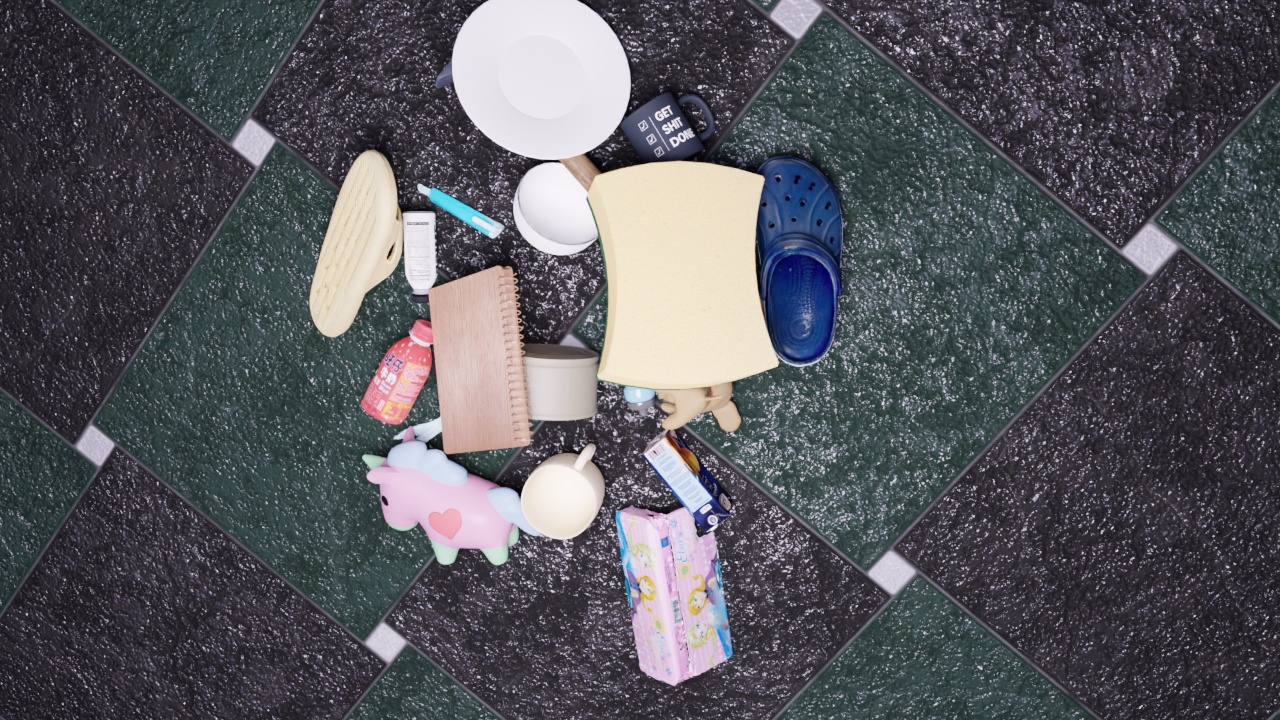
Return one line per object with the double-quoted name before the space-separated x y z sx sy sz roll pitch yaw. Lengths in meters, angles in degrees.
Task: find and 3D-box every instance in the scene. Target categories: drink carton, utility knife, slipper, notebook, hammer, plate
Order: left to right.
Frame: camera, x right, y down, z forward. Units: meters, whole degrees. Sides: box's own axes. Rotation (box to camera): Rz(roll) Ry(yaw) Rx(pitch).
"slipper" -0.342 -0.136 1.153 0.111 0.079 0.262 54 126 32
"utility knife" -0.231 -0.194 1.168 0.124 0.015 0.022 32 90 3
"notebook" -0.194 0.003 1.108 0.169 0.022 0.210 -10 85 46
"plate" -0.115 -0.333 1.073 0.208 0.015 0.208 2 81 -14
"hammer" -0.099 -0.259 1.092 0.129 0.040 0.322 -44 93 -21
"drink carton" 0.061 0.150 1.166 0.040 0.064 0.130 -40 93 15
"slipper" 0.190 -0.117 1.081 0.105 0.095 0.253 -4 97 8

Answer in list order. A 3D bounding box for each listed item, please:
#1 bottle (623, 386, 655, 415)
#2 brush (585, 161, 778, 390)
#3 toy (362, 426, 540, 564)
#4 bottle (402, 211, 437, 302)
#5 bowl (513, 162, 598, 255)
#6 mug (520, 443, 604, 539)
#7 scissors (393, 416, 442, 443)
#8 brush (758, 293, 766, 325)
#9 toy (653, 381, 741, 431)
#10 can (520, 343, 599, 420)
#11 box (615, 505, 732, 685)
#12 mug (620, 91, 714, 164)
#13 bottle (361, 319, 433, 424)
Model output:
"bottle" -0.007 0.007 1.161 0.040 0.040 0.130 -8 99 9
"brush" 0.044 -0.094 1.044 0.195 0.075 0.250 -2 83 -11
"toy" -0.242 0.178 1.184 0.222 0.119 0.171 -2 116 17
"bottle" -0.281 -0.132 1.172 0.041 0.041 0.116 1 101 7
"bowl" -0.103 -0.176 1.117 0.113 0.063 0.113 9 65 -21
"mug" -0.088 0.157 1.169 0.096 0.099 0.120 30 101 3
"scissors" -0.248 0.093 1.223 0.179 0.016 0.105 -37 94 12
"brush" 0.168 -0.059 1.140 0.151 0.012 0.039 36 102 1
"toy" 0.068 0.040 1.129 0.106 0.108 0.134 -11 99 26
"can" -0.115 0.025 1.135 0.128 0.127 0.073 5 99 7
"box" 0.045 0.299 1.214 0.086 0.105 0.230 3 104 52
"mug" 0.040 -0.275 1.094 0.105 0.071 0.077 -34 95 -15
"bottle" -0.306 0.012 1.192 0.062 0.062 0.138 30 101 1
